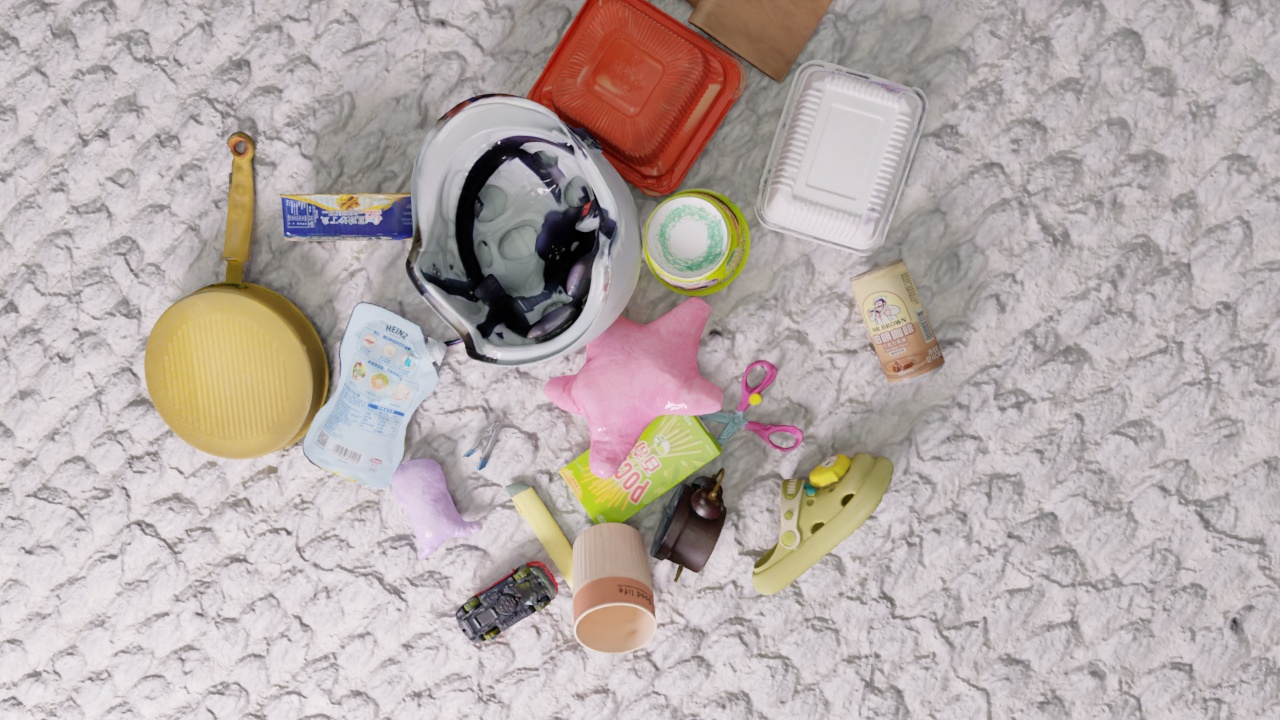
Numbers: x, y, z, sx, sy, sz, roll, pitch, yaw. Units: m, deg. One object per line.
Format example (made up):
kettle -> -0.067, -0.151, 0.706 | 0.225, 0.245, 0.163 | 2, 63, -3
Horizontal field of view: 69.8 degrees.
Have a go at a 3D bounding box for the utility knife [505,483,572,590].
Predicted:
utility knife -> -0.088, 0.211, 1.000 | 0.031, 0.020, 0.188 | -32, 85, 13

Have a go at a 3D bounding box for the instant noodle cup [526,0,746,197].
instant noodle cup -> -0.008, -0.271, 0.910 | 0.189, 0.079, 0.164 | 32, 98, 3

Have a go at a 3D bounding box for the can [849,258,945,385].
can -> 0.254, -0.038, 0.910 | 0.058, 0.058, 0.116 | -23, 93, 9

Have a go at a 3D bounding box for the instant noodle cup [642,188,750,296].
instant noodle cup -> 0.051, -0.117, 0.895 | 0.112, 0.123, 0.112 | 1, 95, 7

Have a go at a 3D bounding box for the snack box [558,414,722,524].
snack box -> 0.000, 0.107, 0.969 | 0.156, 0.026, 0.086 | -36, 85, 12

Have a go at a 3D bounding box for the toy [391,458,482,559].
toy -> -0.230, 0.156, 1.002 | 0.084, 0.039, 0.108 | -25, 93, 8

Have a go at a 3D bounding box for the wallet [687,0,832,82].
wallet -> 0.119, -0.344, 0.894 | 0.115, 0.020, 0.101 | 28, 106, -21

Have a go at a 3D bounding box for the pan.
pan -> -0.441, -0.068, 1.005 | 0.198, 0.078, 0.358 | 2, 103, 4

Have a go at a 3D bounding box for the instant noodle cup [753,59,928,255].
instant noodle cup -> 0.197, -0.201, 0.901 | 0.138, 0.060, 0.173 | 18, 96, 5

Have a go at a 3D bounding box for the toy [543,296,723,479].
toy -> -0.006, 0.005, 0.929 | 0.195, 0.074, 0.178 | -35, 64, 11

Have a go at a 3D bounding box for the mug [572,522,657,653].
mug -> -0.022, 0.241, 0.947 | 0.082, 0.105, 0.114 | -24, 128, 13

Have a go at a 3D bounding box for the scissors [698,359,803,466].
scissors -> 0.110, 0.065, 0.962 | 0.131, 0.017, 0.133 | 38, 104, 3

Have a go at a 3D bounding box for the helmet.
helmet -> -0.099, -0.123, 0.899 | 0.229, 0.145, 0.258 | -41, 70, 20

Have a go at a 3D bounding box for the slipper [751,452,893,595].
slipper -> 0.170, 0.155, 0.927 | 0.081, 0.091, 0.191 | 44, 103, 4

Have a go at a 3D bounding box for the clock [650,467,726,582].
clock -> 0.055, 0.163, 0.945 | 0.055, 0.082, 0.122 | 26, 99, 0

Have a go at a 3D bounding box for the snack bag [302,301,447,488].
snack bag -> -0.287, 0.040, 0.990 | 0.110, 0.038, 0.191 | 26, 103, 0

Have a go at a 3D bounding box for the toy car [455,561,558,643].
toy car -> -0.144, 0.260, 0.999 | 0.121, 0.045, 0.053 | -32, 93, 14

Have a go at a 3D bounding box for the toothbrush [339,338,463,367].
toothbrush -> -0.242, -0.013, 1.000 | 0.189, 0.014, 0.017 | -14, 84, 8

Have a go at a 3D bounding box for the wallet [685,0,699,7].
wallet -> 0.060, -0.403, 0.912 | 0.115, 0.033, 0.090 | 39, 100, 6

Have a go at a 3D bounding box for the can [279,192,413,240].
can -> -0.304, -0.151, 0.964 | 0.148, 0.074, 0.049 | 1, 99, 8

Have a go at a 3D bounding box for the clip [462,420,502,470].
clip -> -0.168, 0.089, 0.996 | 0.045, 0.027, 0.058 | 36, 99, 10
